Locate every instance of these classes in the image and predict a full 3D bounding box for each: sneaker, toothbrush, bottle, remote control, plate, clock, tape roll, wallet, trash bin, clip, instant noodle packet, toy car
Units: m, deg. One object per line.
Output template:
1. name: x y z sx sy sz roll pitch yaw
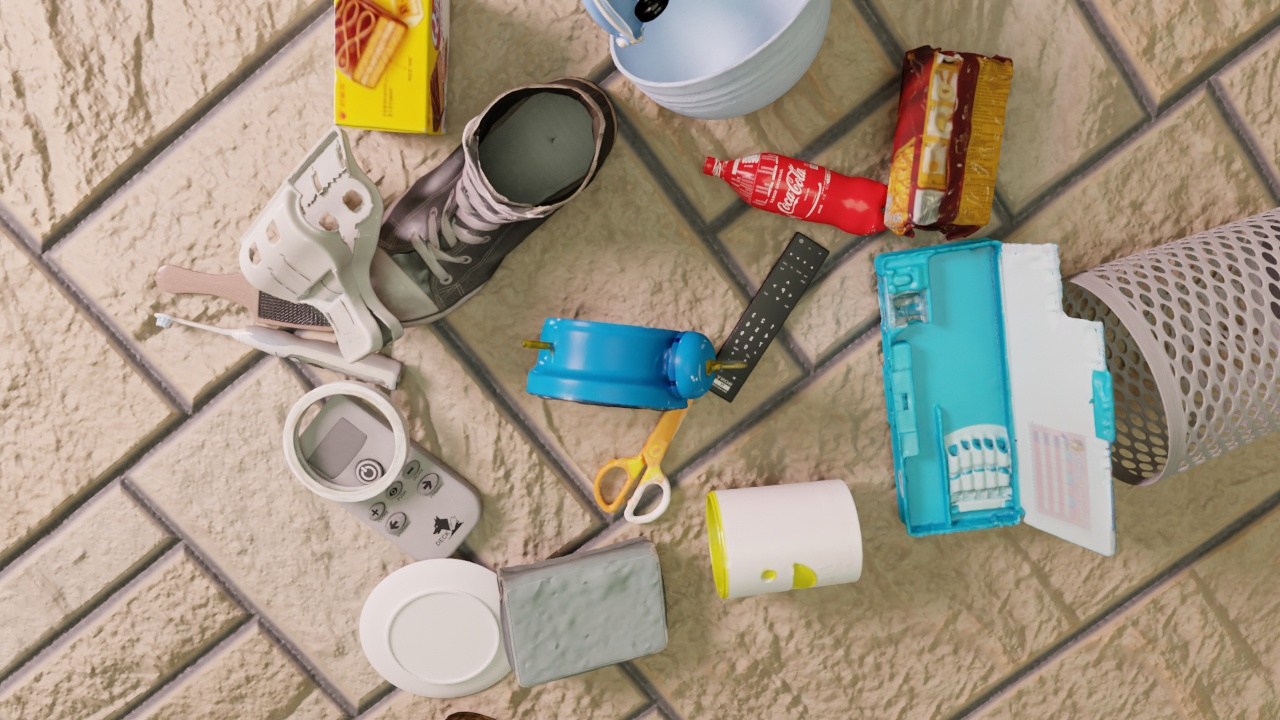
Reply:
1. sneaker: -0.113 -0.103 0.630 0.235 0.119 0.095 -35 101 9
2. toothbrush: -0.272 -0.012 0.693 0.185 0.022 0.024 15 85 -7
3. bottle: 0.115 -0.125 0.673 0.141 0.042 0.042 14 101 -5
4. remote control: -0.198 0.096 0.721 0.151 0.019 0.074 39 98 -10
5. plate: -0.160 0.222 0.745 0.134 0.011 0.135 -2 110 -5
6. clock: -0.004 0.004 0.663 0.161 0.117 0.060 4 90 -4
7. tape roll: -0.223 0.061 0.696 0.093 0.013 0.093 0 99 0
8. remote control: 0.095 -0.032 0.710 0.030 0.009 0.140 31 100 -9
9. wallet: -0.045 0.196 0.729 0.131 0.054 0.100 -8 108 -11
10. trash bin: 0.409 -0.016 0.655 0.183 0.156 0.156 -21 103 -1
11. clip: -0.224 -0.066 0.618 0.104 0.127 0.151 -9 85 -36
12. instant noodle packet: 0.220 -0.153 0.658 0.098 0.040 0.135 -5 105 -33
13. toy car: -0.004 -0.270 0.596 0.056 0.055 0.153 40 57 -35

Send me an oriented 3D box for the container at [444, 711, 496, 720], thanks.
1. container: -0.159 0.384 0.738 0.132 0.132 0.167 32 93 -9

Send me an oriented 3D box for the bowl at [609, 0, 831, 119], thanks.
1. bowl: 0.062 -0.218 0.615 0.150 0.150 0.075 -39 140 6

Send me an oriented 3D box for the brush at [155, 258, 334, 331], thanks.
1. brush: -0.294 -0.053 0.686 0.135 0.015 0.050 7 101 -4

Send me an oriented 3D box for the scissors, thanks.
1. scissors: 0.014 0.073 0.728 0.065 0.013 0.129 30 101 -9

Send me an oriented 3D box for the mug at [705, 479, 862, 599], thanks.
1. mug: 0.109 0.137 0.711 0.106 0.082 0.082 -6 103 -2

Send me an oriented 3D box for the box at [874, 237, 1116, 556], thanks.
1. box: 0.269 0.024 0.691 0.172 0.084 0.227 0 105 36

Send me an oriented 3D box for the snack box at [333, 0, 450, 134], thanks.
1. snack box: -0.166 -0.209 0.622 0.061 0.083 0.106 4 103 -3
